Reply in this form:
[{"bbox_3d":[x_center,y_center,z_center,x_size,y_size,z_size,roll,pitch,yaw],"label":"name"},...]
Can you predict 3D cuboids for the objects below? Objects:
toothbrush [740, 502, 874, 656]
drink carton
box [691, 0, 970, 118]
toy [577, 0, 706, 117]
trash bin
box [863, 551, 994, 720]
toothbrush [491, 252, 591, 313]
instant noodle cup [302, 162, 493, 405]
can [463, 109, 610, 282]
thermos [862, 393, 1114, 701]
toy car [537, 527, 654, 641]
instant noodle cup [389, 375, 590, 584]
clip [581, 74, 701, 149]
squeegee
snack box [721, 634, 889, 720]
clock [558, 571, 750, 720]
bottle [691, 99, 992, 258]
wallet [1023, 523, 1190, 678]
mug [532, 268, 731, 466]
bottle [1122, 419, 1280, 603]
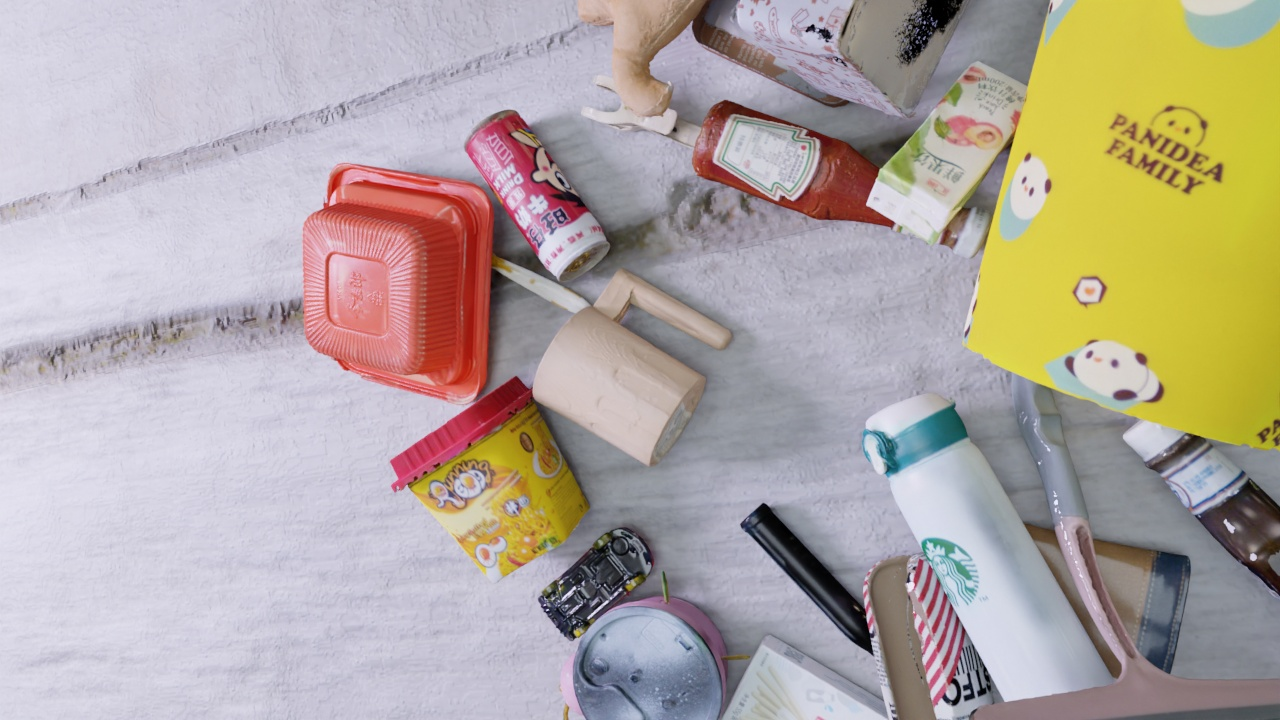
[{"bbox_3d":[0.154,0.191,0.669,0.212,0.026,0.027,47,140,9],"label":"toothbrush"},{"bbox_3d":[0.201,-0.134,0.592,0.053,0.046,0.122,36,68,15],"label":"drink carton"},{"bbox_3d":[0.121,-0.280,0.601,0.192,0.156,0.183,31,101,35],"label":"box"},{"bbox_3d":[0.012,-0.280,0.627,0.144,0.082,0.225,-28,56,43],"label":"toy"},{"bbox_3d":[0.308,-0.102,0.499,0.230,0.229,0.255,19,104,18],"label":"trash bin"},{"bbox_3d":[0.198,0.216,0.634,0.081,0.074,0.163,-26,72,45],"label":"box"},{"bbox_3d":[-0.120,-0.082,0.757,0.191,0.018,0.016,27,105,14],"label":"toothbrush"},{"bbox_3d":[-0.205,-0.058,0.745,0.165,0.078,0.189,11,109,22],"label":"instant noodle cup"},{"bbox_3d":[-0.081,-0.128,0.718,0.053,0.053,0.132,-38,81,17],"label":"can"},{"bbox_3d":[0.219,0.127,0.593,0.073,0.073,0.224,-31,75,18],"label":"thermos"},{"bbox_3d":[-0.033,0.176,0.730,0.106,0.031,0.049,-45,79,17],"label":"toy car"},{"bbox_3d":[-0.110,0.094,0.718,0.116,0.115,0.123,-33,94,18],"label":"instant noodle cup"},{"bbox_3d":[0.000,-0.187,0.696,0.097,0.061,0.034,26,100,27],"label":"clip"},{"bbox_3d":[0.274,0.105,0.569,0.247,0.040,0.249,1,57,-13],"label":"squeegee"},{"bbox_3d":[0.142,0.280,0.677,0.157,0.026,0.085,28,102,17],"label":"snack box"},{"bbox_3d":[0.000,0.252,0.709,0.117,0.059,0.159,43,104,11],"label":"clock"},{"bbox_3d":[0.139,-0.123,0.639,0.206,0.059,0.060,23,100,11],"label":"bottle"},{"bbox_3d":[0.296,0.162,0.613,0.115,0.033,0.090,10,94,20],"label":"wallet"},{"bbox_3d":[-0.004,0.004,0.693,0.103,0.084,0.124,31,76,14],"label":"mug"},{"bbox_3d":[0.378,0.110,0.555,0.044,0.079,0.195,-45,72,19],"label":"bottle"}]
